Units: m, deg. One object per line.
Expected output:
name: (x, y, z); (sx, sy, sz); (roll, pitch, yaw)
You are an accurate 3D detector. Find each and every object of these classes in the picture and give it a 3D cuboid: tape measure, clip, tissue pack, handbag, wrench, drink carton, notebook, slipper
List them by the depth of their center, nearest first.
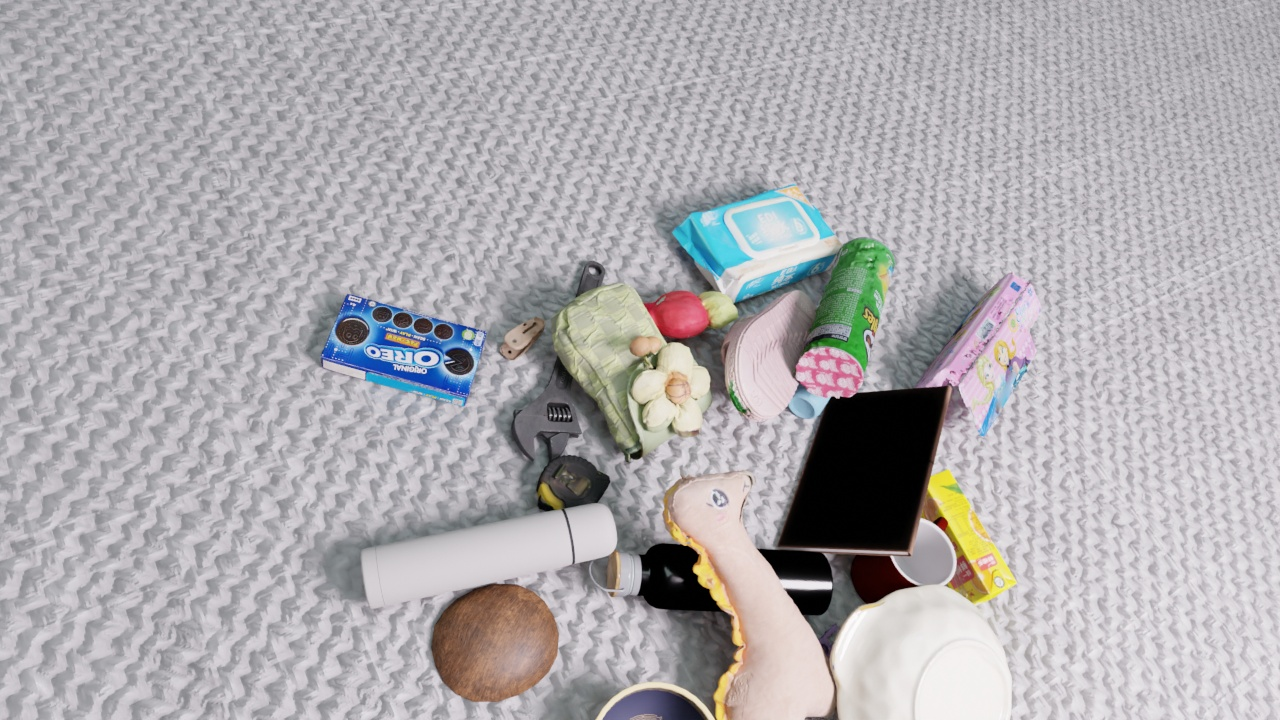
clip: (0.183, 0.281, 0.894); (0.036, 0.013, 0.053); (37, 53, 6)
tape measure: (-0.069, 0.124, 0.900); (0.062, 0.038, 0.067); (33, 56, 5)
handbag: (-0.006, 0.006, 0.937); (0.113, 0.117, 0.186); (-34, 90, -29)
notebook: (0.235, 0.111, 0.956); (0.008, 0.142, 0.208); (53, 47, -32)
drink carton: (0.333, 0.190, 0.969); (0.042, 0.059, 0.134); (-15, 65, -22)
clip: (-0.124, -0.030, 0.979); (0.025, 0.043, 0.060); (39, 61, 7)
wrench: (-0.078, -0.007, 0.992); (0.073, 0.018, 0.272); (23, 53, -13)
slipper: (0.137, -0.008, 1.020); (0.094, 0.065, 0.238); (59, 36, -9)
tissue pack: (0.153, -0.146, 1.125); (0.208, 0.066, 0.117); (-19, 66, -29)

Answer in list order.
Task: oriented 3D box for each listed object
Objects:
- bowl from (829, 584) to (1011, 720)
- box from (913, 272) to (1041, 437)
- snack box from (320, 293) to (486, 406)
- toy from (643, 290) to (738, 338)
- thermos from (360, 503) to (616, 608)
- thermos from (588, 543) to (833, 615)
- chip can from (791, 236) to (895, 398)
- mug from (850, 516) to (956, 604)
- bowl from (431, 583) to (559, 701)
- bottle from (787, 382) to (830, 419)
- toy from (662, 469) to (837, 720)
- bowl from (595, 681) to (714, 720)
bowl: (0.272, 0.302, 0.829); (0.219, 0.060, 0.188); (36, 73, -17)
box: (0.419, -0.002, 1.102); (0.096, 0.085, 0.229); (41, 56, 8)
snack box: (-0.241, -0.010, 0.939); (0.150, 0.027, 0.082); (14, 56, -8)
toy: (0.043, -0.051, 1.029); (0.135, 0.045, 0.091); (-9, 21, -8)
thermos: (-0.132, 0.172, 0.824); (0.224, 0.052, 0.052); (-10, 62, -13)
thermos: (0.064, 0.207, 0.874); (0.231, 0.061, 0.061); (6, 57, -13)
chip can: (0.236, -0.054, 1.039); (0.075, 0.076, 0.222); (28, 46, 2)
mug: (0.273, 0.198, 0.930); (0.073, 0.083, 0.105); (44, 57, 12)
bowl: (-0.126, 0.245, 0.813); (0.114, 0.026, 0.102); (-17, 65, -25)
bottle: (0.214, 0.012, 1.056); (0.040, 0.040, 0.129); (36, 55, 7)
toy: (0.080, 0.234, 0.806); (0.195, 0.065, 0.264); (-38, 102, -27)
bowl: (0.009, 0.334, 0.773); (0.112, 0.061, 0.112); (3, 61, -6)
